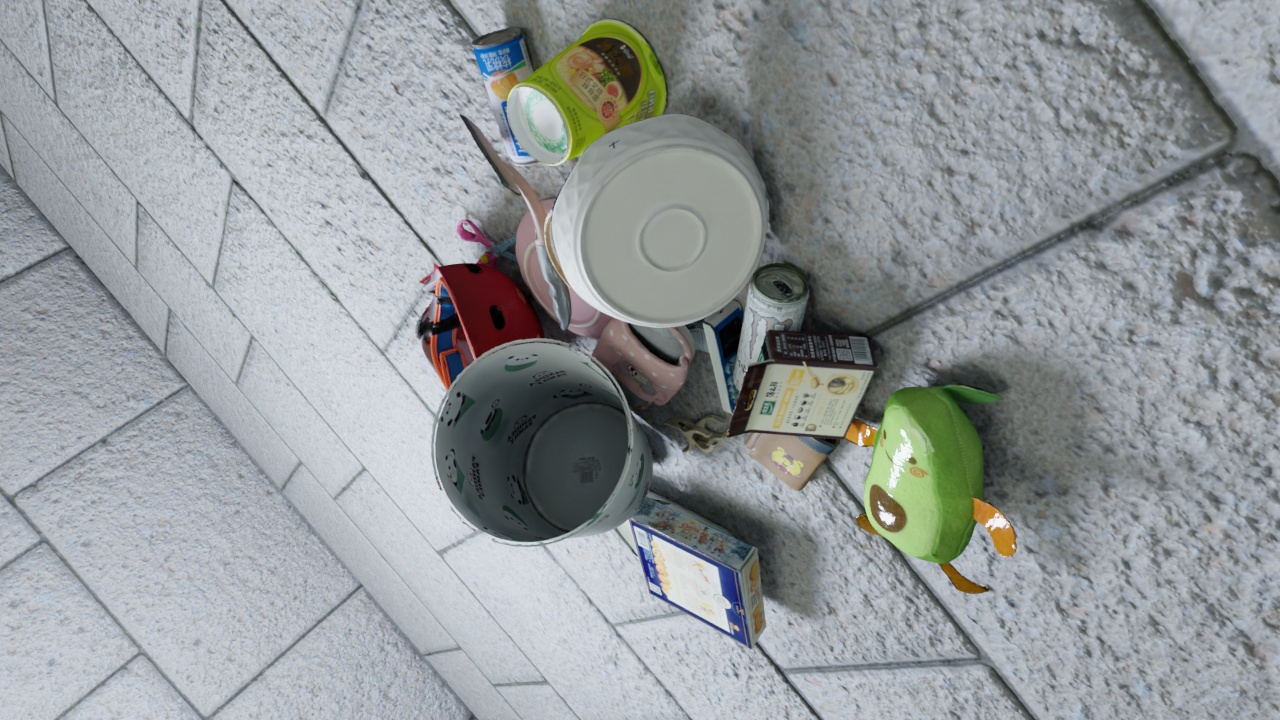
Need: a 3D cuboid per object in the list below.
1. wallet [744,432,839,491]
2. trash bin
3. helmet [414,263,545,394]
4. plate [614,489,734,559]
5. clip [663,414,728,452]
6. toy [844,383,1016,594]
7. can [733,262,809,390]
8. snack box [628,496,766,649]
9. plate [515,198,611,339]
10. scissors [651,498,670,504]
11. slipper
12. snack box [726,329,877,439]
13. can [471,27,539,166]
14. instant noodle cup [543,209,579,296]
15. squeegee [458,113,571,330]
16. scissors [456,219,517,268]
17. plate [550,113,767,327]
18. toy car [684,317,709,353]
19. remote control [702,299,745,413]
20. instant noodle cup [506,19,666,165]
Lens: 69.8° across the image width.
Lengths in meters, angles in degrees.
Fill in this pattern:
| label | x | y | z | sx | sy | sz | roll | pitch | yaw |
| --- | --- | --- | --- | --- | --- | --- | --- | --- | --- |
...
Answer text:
| label | x | y | z | sx | sy | sz | roll | pitch | yaw |
| --- | --- | --- | --- | --- | --- | --- | --- | --- | --- |
| wallet | 0.167 | 0.092 | 1.031 | 0.090 | 0.033 | 0.115 | 38 | 149 | 13 |
| trash bin | -0.096 | 0.114 | 1.113 | 0.229 | 0.229 | 0.252 | 37 | 177 | 17 |
| helmet | -0.197 | -0.033 | 1.206 | 0.207 | 0.143 | 0.241 | 60 | 152 | 25 |
| plate | 0.059 | 0.258 | 1.313 | 0.266 | 0.034 | 0.162 | 21 | 138 | 34 |
| clip | 0.071 | 0.092 | 1.137 | 0.100 | 0.034 | 0.070 | -9 | 118 | 57 |
| toy | 0.271 | 0.120 | 0.882 | 0.227 | 0.089 | 0.247 | 37 | 145 | 45 |
| can | 0.130 | -0.026 | 0.927 | 0.058 | 0.058 | 0.147 | 32 | 143 | 23 |
| snack box | 0.079 | 0.288 | 1.244 | 0.183 | 0.045 | 0.178 | 20 | 140 | 32 |
| plate | -0.084 | -0.100 | 1.107 | 0.192 | 0.038 | 0.193 | 28 | 141 | 26 |
| scissors | -0.022 | 0.187 | 1.290 | 0.179 | 0.014 | 0.159 | -3 | 126 | 48 |
| slipper | -0.006 | 0.006 | 1.074 | 0.114 | 0.054 | 0.275 | 38 | 158 | 2 |
| snack box | 0.154 | 0.027 | 0.901 | 0.125 | 0.053 | 0.113 | 5 | 137 | -4 |
| can | -0.133 | -0.278 | 0.975 | 0.053 | 0.053 | 0.135 | 16 | 135 | 39 |
| instant noodle cup | -0.019 | -0.131 | 0.942 | 0.151 | 0.111 | 0.152 | 30 | 143 | 26 |
| squeegee | -0.116 | -0.137 | 1.021 | 0.247 | 0.040 | 0.250 | 55 | 169 | 54 |
| scissors | -0.194 | -0.152 | 1.207 | 0.134 | 0.017 | 0.118 | -21 | 107 | 50 |
| plate | 0.024 | -0.117 | 0.842 | 0.045 | 0.205 | 0.205 | -115 | 6 | -59 |
| toy car | 0.056 | -0.032 | 1.028 | 0.091 | 0.034 | 0.043 | 21 | 134 | 33 |
| remote control | 0.097 | -0.002 | 0.997 | 0.024 | 0.048 | 0.125 | 20 | 137 | 41 |
| instant noodle cup | -0.056 | -0.243 | 0.860 | 0.112 | 0.123 | 0.112 | 29 | 142 | 26 |
